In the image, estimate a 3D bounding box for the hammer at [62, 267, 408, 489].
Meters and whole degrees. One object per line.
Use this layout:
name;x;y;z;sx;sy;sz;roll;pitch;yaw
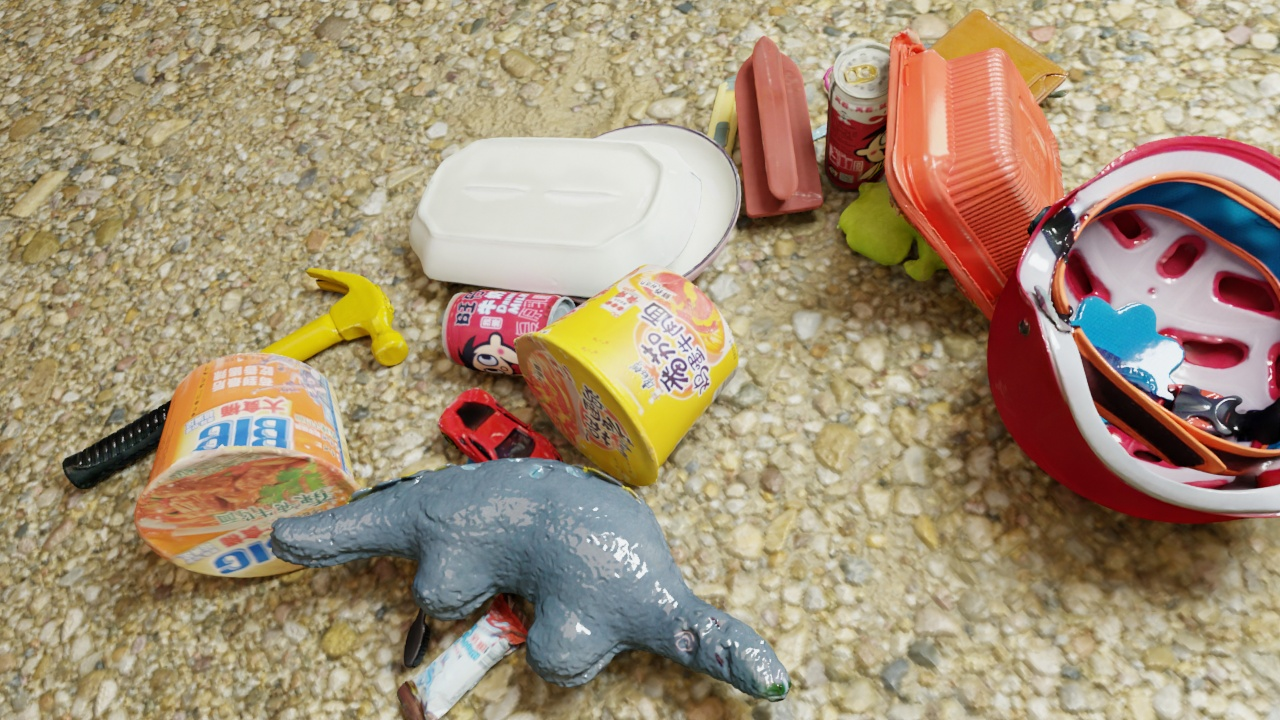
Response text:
hammer;-0.351;0.019;0.792;0.300;0.033;0.128;-31;57;-7

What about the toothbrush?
toothbrush;-0.142;0.135;0.684;0.014;0.016;0.189;-1;56;20

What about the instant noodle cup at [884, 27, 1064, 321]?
instant noodle cup;0.241;-0.137;0.649;0.079;0.188;0.164;-17;52;38

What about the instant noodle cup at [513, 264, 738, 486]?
instant noodle cup;-0.004;0.004;0.662;0.138;0.138;0.109;34;63;28

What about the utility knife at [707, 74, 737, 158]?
utility knife;0.074;-0.193;0.833;0.031;0.020;0.189;1;64;21

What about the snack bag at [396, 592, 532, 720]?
snack bag;-0.120;0.205;0.626;0.104;0.026;0.048;-39;44;-13

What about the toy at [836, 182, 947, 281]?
toy;0.208;-0.104;0.733;0.100;0.031;0.096;1;61;13

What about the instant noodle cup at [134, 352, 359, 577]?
instant noodle cup;-0.286;0.073;0.681;0.151;0.151;0.111;-21;48;0

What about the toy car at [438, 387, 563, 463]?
toy car;-0.107;0.062;0.702;0.106;0.031;0.049;36;66;22

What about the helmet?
helmet;0.319;-0.010;0.577;0.207;0.144;0.239;30;68;6

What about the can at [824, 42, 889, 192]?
can;0.175;-0.189;0.727;0.053;0.133;0.053;-3;70;8

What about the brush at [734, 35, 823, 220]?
brush;0.112;-0.193;0.763;0.063;0.069;0.145;-7;80;8

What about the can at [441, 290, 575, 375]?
can;-0.104;-0.022;0.736;0.094;0.066;0.066;6;61;17

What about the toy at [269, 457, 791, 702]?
toy;-0.066;0.130;0.611;0.357;0.092;0.137;15;44;16

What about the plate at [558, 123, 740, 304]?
plate;-0.007;-0.119;0.784;0.193;0.039;0.192;-9;57;13

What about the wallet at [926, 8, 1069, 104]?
wallet;0.284;-0.226;0.784;0.130;0.035;0.119;-42;66;-8

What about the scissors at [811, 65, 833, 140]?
scissors;0.184;-0.222;0.822;0.133;0.017;0.130;-24;60;3

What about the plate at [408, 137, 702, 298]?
plate;-0.082;-0.133;0.771;0.266;0.034;0.161;9;63;23
